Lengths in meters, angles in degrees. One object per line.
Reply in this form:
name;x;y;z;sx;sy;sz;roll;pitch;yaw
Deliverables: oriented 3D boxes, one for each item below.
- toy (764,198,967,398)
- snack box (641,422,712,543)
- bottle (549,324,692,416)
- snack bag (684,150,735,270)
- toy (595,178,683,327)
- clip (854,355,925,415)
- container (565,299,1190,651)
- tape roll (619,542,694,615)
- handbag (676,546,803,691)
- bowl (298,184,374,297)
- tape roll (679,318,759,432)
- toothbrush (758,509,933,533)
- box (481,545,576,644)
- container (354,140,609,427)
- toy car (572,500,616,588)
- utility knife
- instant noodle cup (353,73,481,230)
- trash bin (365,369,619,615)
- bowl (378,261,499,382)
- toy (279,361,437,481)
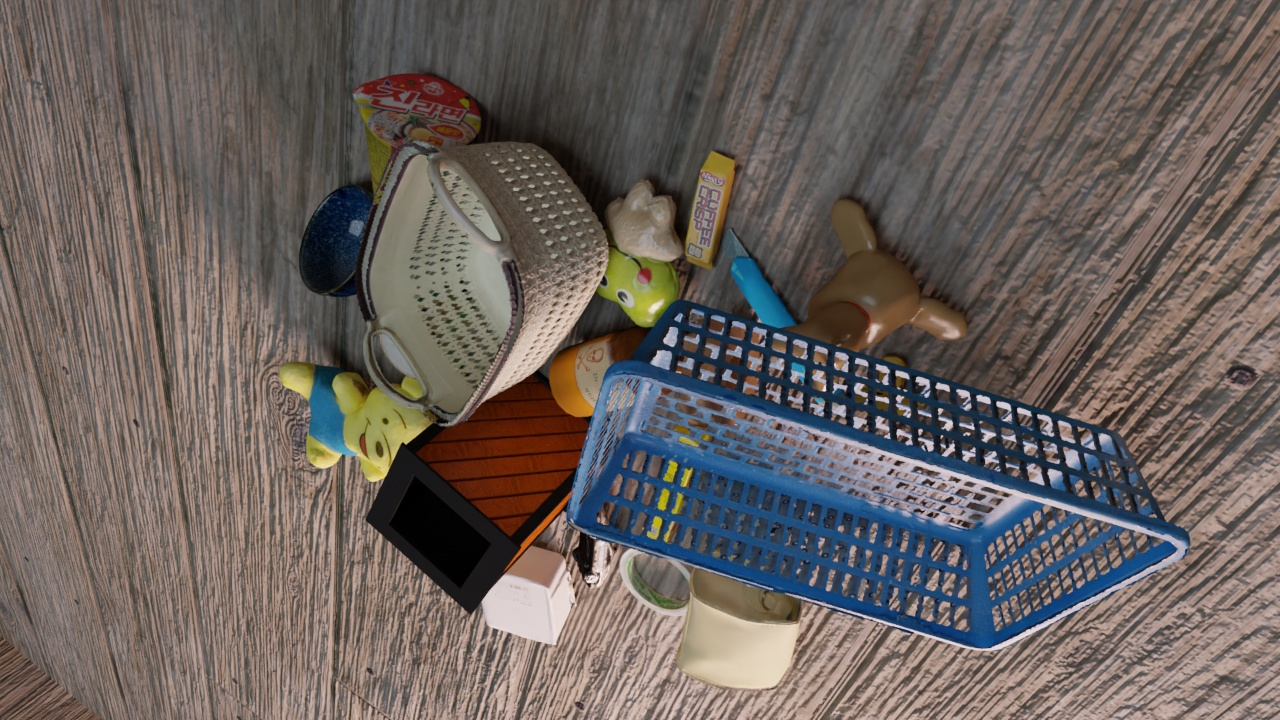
toy;0.151;-0.031;0.661;0.134;0.108;0.106;47;156;-1
snack box;0.035;0.115;0.873;0.029;0.040;0.148;28;130;16
bottle;-0.005;0.005;0.809;0.157;0.067;0.068;-15;109;40
snack bag;0.054;-0.115;0.723;0.026;0.020;0.099;25;130;17
toy;-0.001;-0.090;0.758;0.092;0.043;0.118;39;131;25
clip;0.194;0.023;0.716;0.054;0.047;0.046;14;150;28
container;0.141;0.087;0.653;0.362;0.089;0.258;17;147;-1
tape roll;0.022;0.229;0.972;0.094;0.018;0.094;17;127;24
handbag;0.098;0.262;0.905;0.111;0.081;0.119;16;125;16
bowl;-0.280;-0.111;0.914;0.115;0.060;0.114;-13;67;34
tape roll;0.066;0.010;0.747;0.027;0.093;0.094;11;124;28
toothbrush;0.178;0.141;0.813;0.168;0.012;0.013;-13;119;39
box;-0.125;0.257;1.080;0.102;0.095;0.107;9;129;16
container;-0.139;-0.070;0.776;0.184;0.142;0.252;53;140;12
toy car;-0.046;0.191;0.977;0.048;0.040;0.113;-125;36;-52
utility knife;0.115;-0.030;0.741;0.031;0.015;0.175;-29;99;39
instant noodle cup;-0.196;-0.176;0.809;0.100;0.100;0.113;34;141;10
trash bin;-0.145;0.119;0.906;0.139;0.171;0.140;40;133;5
bowl;-0.219;-0.027;0.935;0.145;0.063;0.145;17;126;25
toy;-0.298;0.073;1.043;0.214;0.083;0.149;10;121;26
